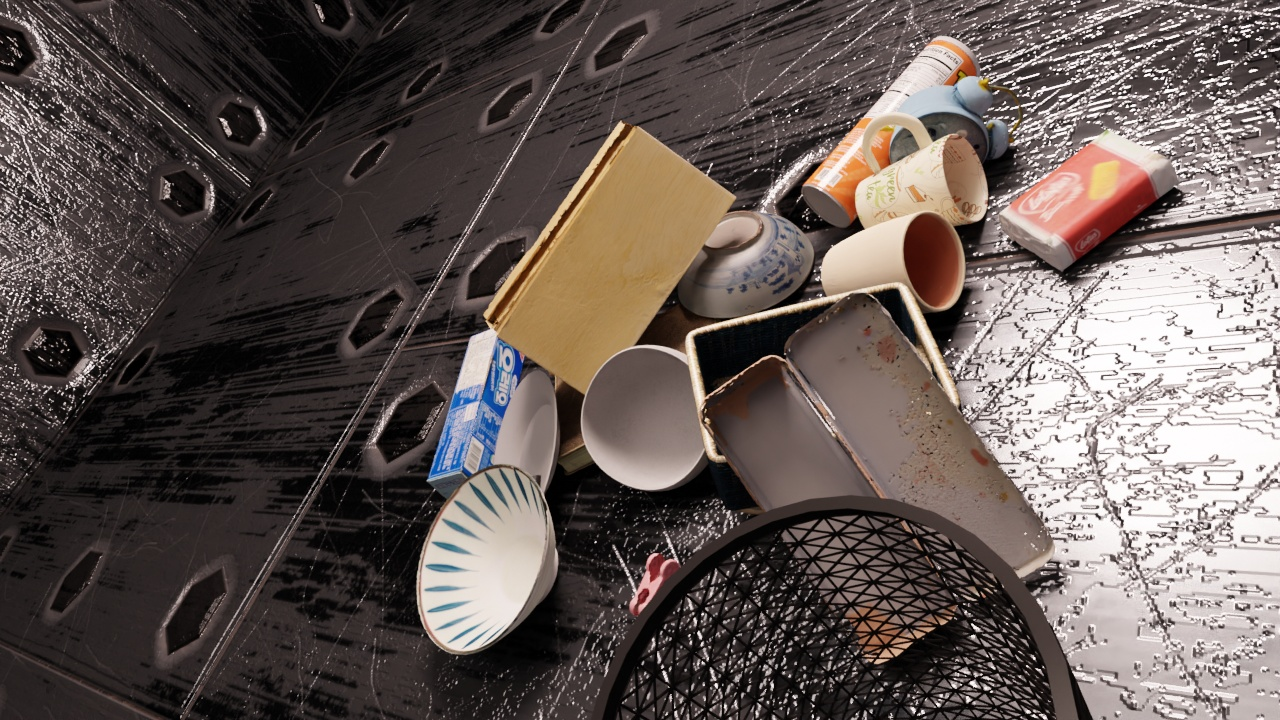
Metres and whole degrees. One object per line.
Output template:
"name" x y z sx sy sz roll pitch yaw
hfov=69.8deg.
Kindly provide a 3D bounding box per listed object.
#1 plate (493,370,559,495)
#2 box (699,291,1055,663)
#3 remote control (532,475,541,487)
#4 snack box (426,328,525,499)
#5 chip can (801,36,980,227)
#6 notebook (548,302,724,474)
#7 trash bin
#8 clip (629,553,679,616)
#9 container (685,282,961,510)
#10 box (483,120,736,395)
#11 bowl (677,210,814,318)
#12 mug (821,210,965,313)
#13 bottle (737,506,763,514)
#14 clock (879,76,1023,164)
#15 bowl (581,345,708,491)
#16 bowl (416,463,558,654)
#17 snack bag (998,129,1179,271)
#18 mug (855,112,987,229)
"plate" -0.116 0.098 0.969 0.173 0.019 0.172 -37 47 53
"box" 0.156 0.077 0.621 0.154 0.216 0.058 -36 -9 6
"remote control" -0.132 0.145 0.942 0.125 0.010 0.039 -35 48 52
"snack box" -0.191 0.061 1.093 0.060 0.059 0.225 -19 43 27
"chip can" 0.256 -0.234 0.940 0.210 0.062 0.062 -48 35 -6
"notebook" -0.005 0.007 0.980 0.216 0.034 0.189 -29 38 20
"trash bin" 0.131 0.221 0.441 0.217 0.243 0.216 -27 39 23
"clip" 0.007 0.193 0.790 0.038 0.022 0.058 7 61 44
"container" 0.139 0.028 0.726 0.187 0.071 0.145 -13 46 6
"box" -0.031 -0.100 0.925 0.249 0.140 0.123 -54 36 6
"bowl" 0.101 -0.113 0.947 0.151 0.057 0.150 -15 38 12
"mug" 0.227 -0.086 0.813 0.111 0.085 0.104 -31 13 -32
"bottle" 0.102 0.054 0.806 0.057 0.056 0.161 -22 41 29
"clock" 0.293 -0.216 0.862 0.125 0.089 0.051 -16 44 33
"bowl" 0.017 0.053 0.857 0.132 0.064 0.131 -1 87 24
"bowl" -0.129 0.193 0.870 0.178 0.071 0.177 -22 54 33
"snack bag" 0.364 -0.132 0.750 0.116 0.036 0.077 -39 36 8
"mug" 0.246 -0.171 0.845 0.097 0.122 0.080 -14 25 46
